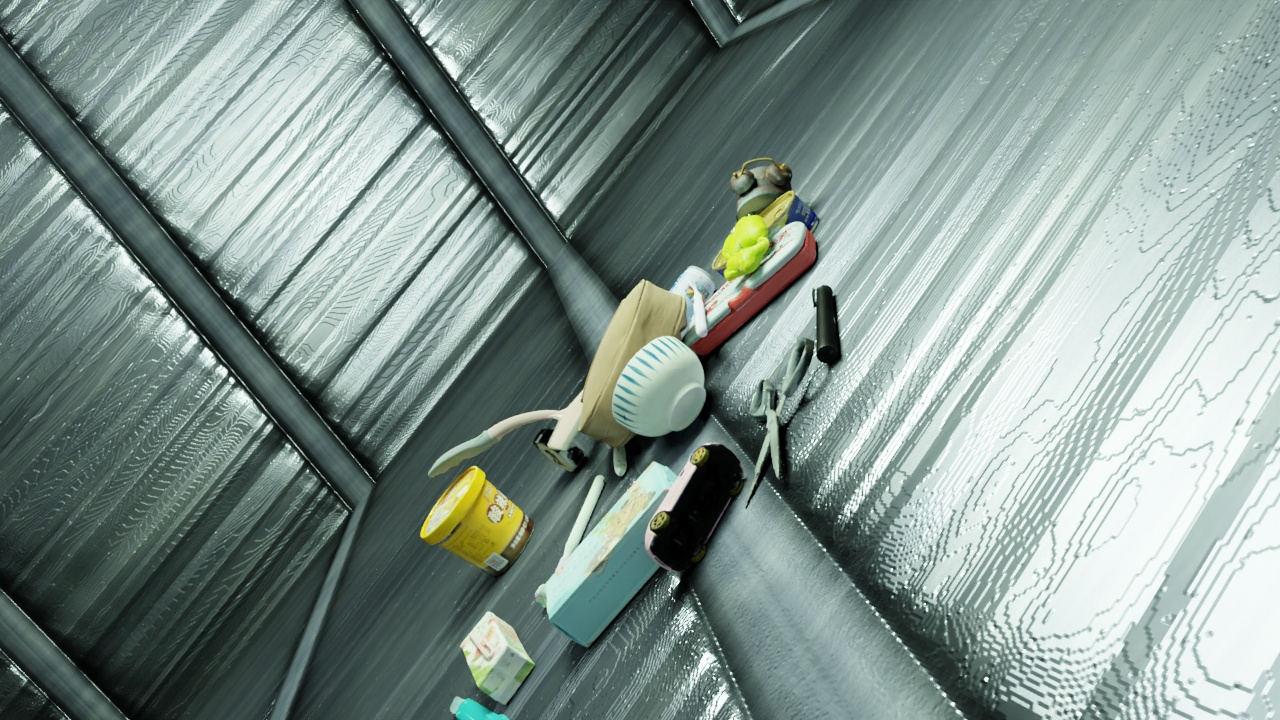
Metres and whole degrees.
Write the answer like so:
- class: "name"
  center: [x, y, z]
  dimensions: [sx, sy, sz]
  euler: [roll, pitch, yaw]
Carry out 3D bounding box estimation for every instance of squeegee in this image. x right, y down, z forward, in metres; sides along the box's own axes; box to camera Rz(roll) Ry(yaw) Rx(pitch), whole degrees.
- class: "squeegee"
  center: [-0.189, 0.104, 1.249]
  dimensions: [0.250, 0.040, 0.247]
  euler: [-22, 12, 14]

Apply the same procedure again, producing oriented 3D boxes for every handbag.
- class: "handbag"
  center: [-0.007, 0.007, 1.141]
  dimensions: [0.204, 0.100, 0.148]
  euler: [-66, 10, 2]

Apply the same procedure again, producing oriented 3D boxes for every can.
- class: "can"
  center: [0.159, -0.152, 1.180]
  dimensions: [0.148, 0.049, 0.074]
  euler: [-40, 18, 34]
- class: "can"
  center: [0.051, -0.066, 1.282]
  dimensions: [0.134, 0.053, 0.053]
  euler: [-55, 15, -17]

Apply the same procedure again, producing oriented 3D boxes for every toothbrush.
- class: "toothbrush"
  center: [-0.078, 0.205, 1.074]
  dimensions: [0.020, 0.029, 0.189]
  euler: [6, 42, 20]
- class: "toothbrush"
  center: [-0.030, 0.105, 1.179]
  dimensions: [0.187, 0.016, 0.017]
  euler: [-98, 23, -69]
- class: "toothbrush"
  center: [0.069, -0.063, 1.136]
  dimensions: [0.021, 0.029, 0.189]
  euler: [-11, 19, 3]

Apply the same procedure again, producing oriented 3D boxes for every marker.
- class: "marker"
  center: [0.180, -0.039, 0.898]
  dimensions: [0.131, 0.022, 0.020]
  euler: [-75, -4, -58]

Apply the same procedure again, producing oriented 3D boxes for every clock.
- class: "clock"
  center: [0.163, -0.220, 1.210]
  dimensions: [0.082, 0.122, 0.055]
  euler: [-9, 56, 11]

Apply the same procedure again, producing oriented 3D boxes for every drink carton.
- class: "drink carton"
  center: [-0.156, 0.315, 0.981]
  dimensions: [0.053, 0.045, 0.123]
  euler: [-52, 15, -10]

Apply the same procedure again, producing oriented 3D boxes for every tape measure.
- class: "tape measure"
  center: [-0.110, 0.123, 1.270]
  dimensions: [0.033, 0.066, 0.066]
  euler: [-52, 20, -19]

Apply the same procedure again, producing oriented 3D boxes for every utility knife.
- class: "utility knife"
  center: [-0.168, 0.368, 0.948]
  dimensions: [0.029, 0.013, 0.187]
  euler: [-55, 17, -24]

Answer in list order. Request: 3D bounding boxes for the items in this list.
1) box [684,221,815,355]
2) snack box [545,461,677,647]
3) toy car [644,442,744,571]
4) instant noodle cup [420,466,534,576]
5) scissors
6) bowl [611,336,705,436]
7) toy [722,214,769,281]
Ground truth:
- class: "box"
  center: [0.130, -0.090, 1.125]
  dimensions: [0.202, 0.047, 0.086]
  euler: [-43, 16, 29]
- class: "snack box"
  center: [-0.019, 0.184, 0.881]
  dimensions: [0.175, 0.051, 0.074]
  euler: [-49, 16, 5]
- class: "toy car"
  center: [0.047, 0.129, 0.818]
  dimensions: [0.122, 0.056, 0.037]
  euler: [-56, 23, -22]
- class: "instant noodle cup"
  center: [-0.217, 0.224, 1.246]
  dimensions: [0.119, 0.114, 0.118]
  euler: [-46, 15, 15]
- class: "scissors"
  center: [0.124, 0.052, 0.841]
  dimensions: [0.159, 0.014, 0.178]
  euler: [-62, 10, 3]
- class: "bowl"
  center: [0.030, 0.038, 1.027]
  dimensions: [0.066, 0.116, 0.116]
  euler: [33, 82, 31]
- class: "toy"
  center: [0.128, -0.138, 1.109]
  dimensions: [0.097, 0.031, 0.100]
  euler: [-22, 41, 54]
